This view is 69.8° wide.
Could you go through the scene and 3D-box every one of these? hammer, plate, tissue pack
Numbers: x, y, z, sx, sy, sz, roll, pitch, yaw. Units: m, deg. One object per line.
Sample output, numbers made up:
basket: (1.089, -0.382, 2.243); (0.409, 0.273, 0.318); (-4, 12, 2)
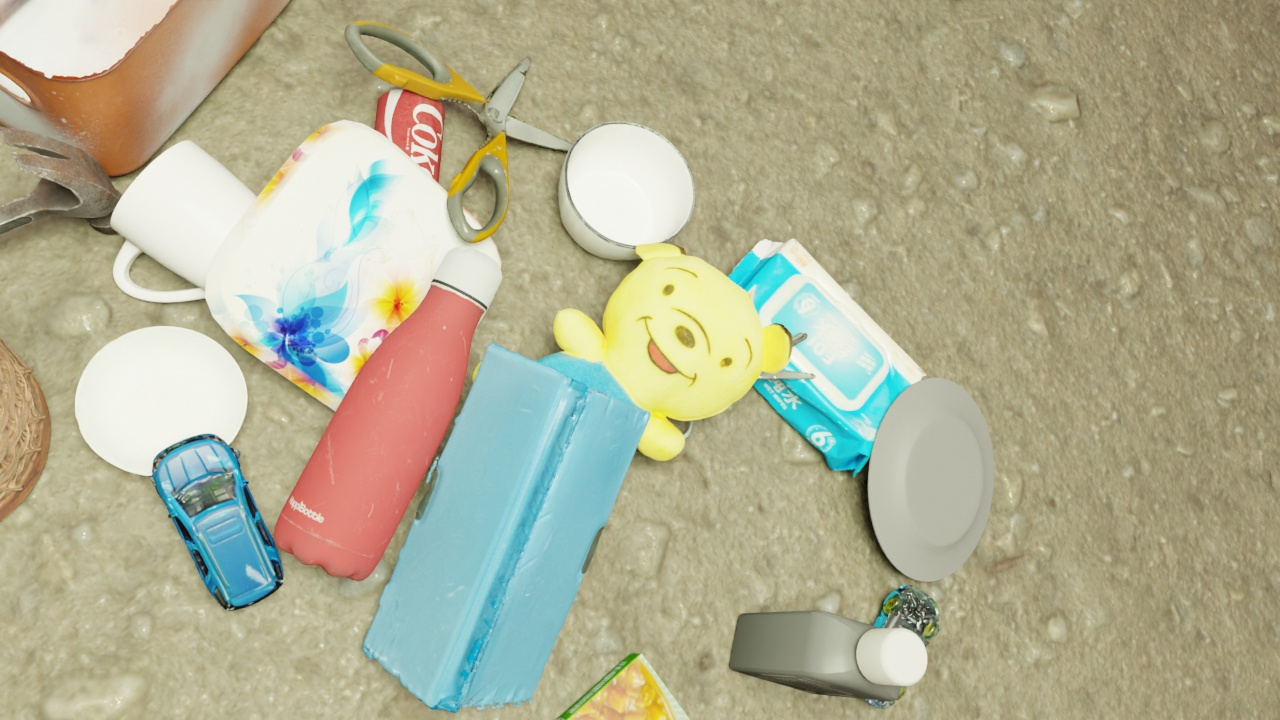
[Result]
hammer: (-0.482, -0.051, 0.553); (0.313, 0.138, 0.035); (-30, 88, -17)
plate: (-0.194, -0.060, 0.666); (0.187, 0.016, 0.186); (43, 66, -32)
plate: (-0.326, 0.029, 0.630); (0.104, 0.026, 0.104); (6, 73, -19)
plate: (0.262, 0.104, 0.803); (0.178, 0.012, 0.178); (0, 90, -36)
tissue pack: (0.147, -0.010, 0.803); (0.209, 0.066, 0.116); (45, 64, -1)

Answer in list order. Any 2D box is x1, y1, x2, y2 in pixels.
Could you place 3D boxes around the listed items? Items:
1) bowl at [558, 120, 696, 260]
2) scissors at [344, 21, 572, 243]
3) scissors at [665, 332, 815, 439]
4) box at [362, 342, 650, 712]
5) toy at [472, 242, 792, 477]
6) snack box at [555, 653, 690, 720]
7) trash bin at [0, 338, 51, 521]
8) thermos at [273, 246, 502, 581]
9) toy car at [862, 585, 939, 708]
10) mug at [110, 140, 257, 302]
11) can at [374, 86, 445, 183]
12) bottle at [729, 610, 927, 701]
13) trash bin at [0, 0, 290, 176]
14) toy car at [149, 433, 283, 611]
bowl: (-0.018, -0.136, 0.775); (0.116, 0.066, 0.116); (6, 72, -19)
scissors: (-0.137, -0.196, 0.729); (0.229, 0.016, 0.224); (36, 46, -27)
scissors: (0.057, 0.001, 0.756); (0.147, 0.014, 0.142); (44, 98, 4)
box: (-0.089, 0.118, 0.644); (0.112, 0.094, 0.231); (25, 86, -51)
toy: (-0.004, 0.004, 0.709); (0.214, 0.084, 0.149); (-38, 97, -8)
snack box: (-0.025, 0.316, 0.658); (0.167, 0.027, 0.132); (-35, 89, -26)
trash bin: (-0.425, 0.022, 0.492); (0.151, 0.211, 0.151); (6, 73, -19)
thermos: (-0.165, 0.030, 0.635); (0.073, 0.073, 0.239); (28, 82, -11)
toy car: (0.210, 0.238, 0.768); (0.048, 0.032, 0.105); (38, 70, -7)
mug: (-0.316, -0.082, 0.647); (0.087, 0.081, 0.114); (40, 96, -14)
can: (-0.185, -0.163, 0.727); (0.054, 0.054, 0.096); (7, 72, -19)
bottle: (0.142, 0.215, 0.670); (0.083, 0.174, 0.046); (20, 68, -14)
trash bin: (-0.370, -0.277, 0.634); (0.181, 0.158, 0.259); (31, 65, -10)
toy car: (-0.274, 0.106, 0.603); (0.056, 0.044, 0.120); (-25, 102, -25)
